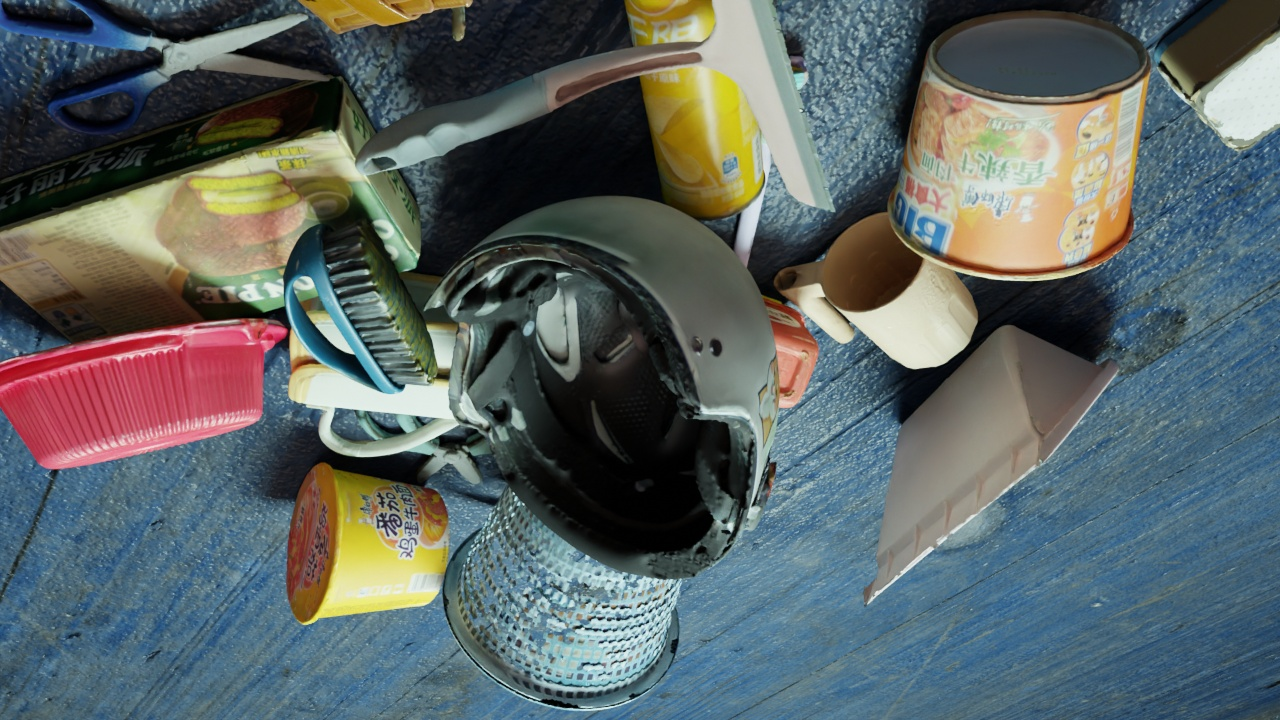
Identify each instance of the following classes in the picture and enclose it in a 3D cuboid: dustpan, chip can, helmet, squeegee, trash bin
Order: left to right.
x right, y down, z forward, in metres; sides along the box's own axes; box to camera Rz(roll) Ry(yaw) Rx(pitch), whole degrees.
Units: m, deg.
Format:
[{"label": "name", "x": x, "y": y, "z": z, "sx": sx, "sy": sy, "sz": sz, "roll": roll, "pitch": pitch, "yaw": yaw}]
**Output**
[{"label": "squeegee", "x": -0.044, "y": -0.141, "z": 0.488, "sx": 0.250, "sy": 0.040, "sz": 0.248, "roll": -10, "pitch": 149, "yaw": 17}, {"label": "trash bin", "x": -0.042, "y": 0.152, "z": 0.805, "sx": 0.226, "sy": 0.226, "sz": 0.195, "roll": 8, "pitch": 123, "yaw": -21}, {"label": "helmet", "x": -0.004, "y": 0.004, "z": 0.603, "sx": 0.230, "sy": 0.156, "sz": 0.274, "roll": 18, "pitch": 141, "yaw": 27}, {"label": "chip can", "x": 0.030, "y": -0.180, "z": 0.519, "sx": 0.072, "sy": 0.072, "sz": 0.214, "roll": -13, "pitch": 140, "yaw": 3}, {"label": "dustpan", "x": 0.324, "y": 0.091, "z": 0.798, "sx": 0.139, "sy": 0.272, "sz": 0.223, "roll": 29, "pitch": 134, "yaw": -5}]

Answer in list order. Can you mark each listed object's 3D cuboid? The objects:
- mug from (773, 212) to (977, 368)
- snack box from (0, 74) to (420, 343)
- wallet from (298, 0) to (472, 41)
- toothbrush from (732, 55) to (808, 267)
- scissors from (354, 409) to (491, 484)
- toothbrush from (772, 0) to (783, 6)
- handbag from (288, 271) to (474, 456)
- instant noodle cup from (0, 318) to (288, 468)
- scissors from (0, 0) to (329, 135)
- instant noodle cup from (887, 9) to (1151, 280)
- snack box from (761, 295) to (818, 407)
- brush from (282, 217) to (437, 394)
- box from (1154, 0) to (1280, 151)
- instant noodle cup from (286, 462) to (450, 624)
[{"label": "mug", "x": 0.183, "y": -0.047, "z": 0.709, "sx": 0.125, "sy": 0.084, "sz": 0.103, "roll": -10, "pitch": 148, "yaw": 39}, {"label": "snack box", "x": -0.271, "y": -0.084, "z": 0.575, "sx": 0.240, "sy": 0.063, "sz": 0.114, "roll": -16, "pitch": 140, "yaw": 6}, {"label": "wallet", "x": -0.145, "y": -0.201, "z": 0.439, "sx": 0.131, "sy": 0.035, "sz": 0.119, "roll": 11, "pitch": 157, "yaw": 44}, {"label": "toothbrush", "x": 0.084, "y": -0.122, "z": 0.638, "sx": 0.021, "sy": 0.029, "sz": 0.190, "roll": 29, "pitch": 142, "yaw": 16}, {"label": "scissors", "x": -0.151, "y": 0.055, "z": 0.797, "sx": 0.180, "sy": 0.019, "sz": 0.170, "roll": -20, "pitch": 137, "yaw": 10}, {"label": "toothbrush", "x": 0.144, "y": -0.231, "z": 0.523, "sx": 0.188, "sy": 0.017, "sz": 0.016, "roll": -14, "pitch": 140, "yaw": 6}, {"label": "handbag", "x": -0.184, "y": 0.019, "z": 0.703, "sx": 0.163, "sy": 0.063, "sz": 0.179, "roll": 7, "pitch": 132, "yaw": -18}, {"label": "instant noodle cup", "x": -0.329, "y": 0.026, "z": 0.611, "sx": 0.194, "sy": 0.066, "sz": 0.194, "roll": -14, "pitch": 179, "yaw": 0}, {"label": "scissors", "x": -0.269, "y": -0.173, "z": 0.506, "sx": 0.166, "sy": 0.012, "sz": 0.157, "roll": -29, "pitch": 135, "yaw": 25}, {"label": "instant noodle cup", "x": 0.233, "y": -0.137, "z": 0.562, "sx": 0.151, "sy": 0.151, "sz": 0.112, "roll": -10, "pitch": 132, "yaw": -1}, {"label": "snack box", "x": 0.085, "y": -0.006, "z": 0.706, "sx": 0.091, "sy": 0.080, "sz": 0.082, "roll": 15, "pitch": 106, "yaw": -15}, {"label": "brush", "x": -0.178, "y": -0.027, "z": 0.570, "sx": 0.073, "sy": 0.055, "sz": 0.144, "roll": -12, "pitch": 145, "yaw": 1}, {"label": "box", "x": 0.426, "y": -0.220, "z": 0.566, "sx": 0.089, "sy": 0.059, "sz": 0.185, "roll": 26, "pitch": 126, "yaw": -36}, {"label": "instant noodle cup", "x": -0.243, "y": 0.165, "z": 0.825, "sx": 0.109, "sy": 0.138, "sz": 0.138, "roll": 10, "pitch": 137, "yaw": -35}]
